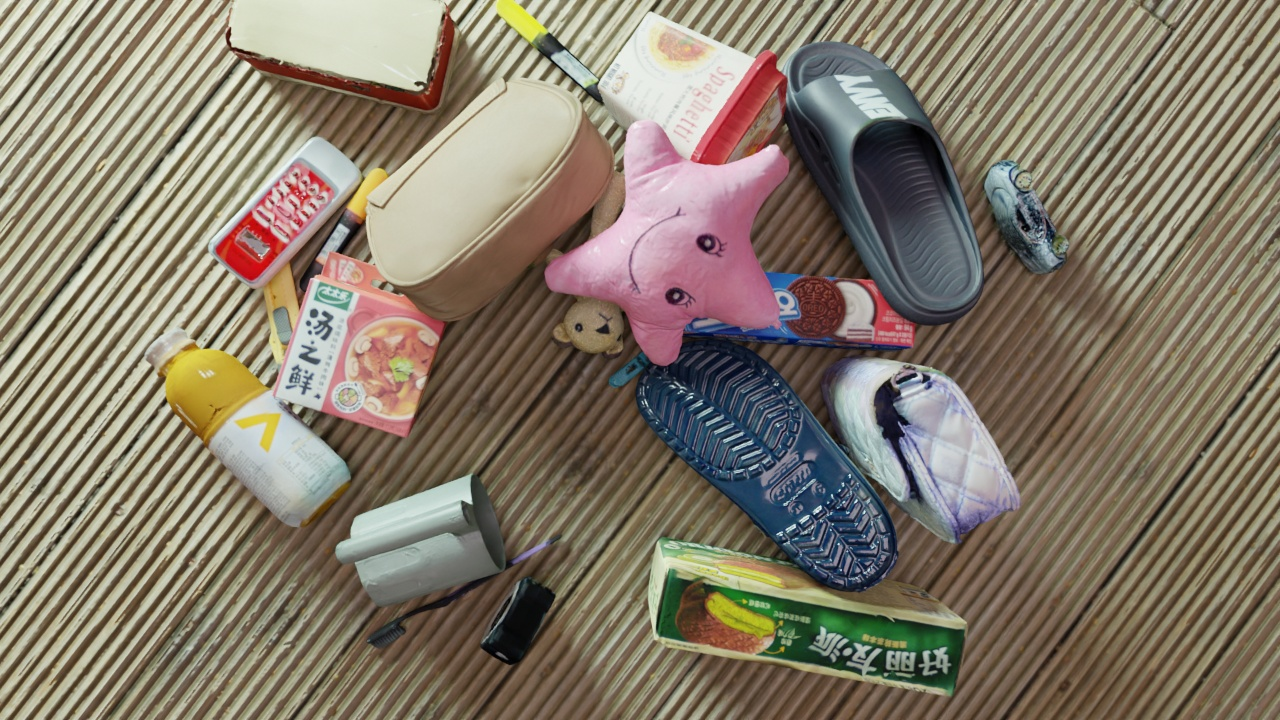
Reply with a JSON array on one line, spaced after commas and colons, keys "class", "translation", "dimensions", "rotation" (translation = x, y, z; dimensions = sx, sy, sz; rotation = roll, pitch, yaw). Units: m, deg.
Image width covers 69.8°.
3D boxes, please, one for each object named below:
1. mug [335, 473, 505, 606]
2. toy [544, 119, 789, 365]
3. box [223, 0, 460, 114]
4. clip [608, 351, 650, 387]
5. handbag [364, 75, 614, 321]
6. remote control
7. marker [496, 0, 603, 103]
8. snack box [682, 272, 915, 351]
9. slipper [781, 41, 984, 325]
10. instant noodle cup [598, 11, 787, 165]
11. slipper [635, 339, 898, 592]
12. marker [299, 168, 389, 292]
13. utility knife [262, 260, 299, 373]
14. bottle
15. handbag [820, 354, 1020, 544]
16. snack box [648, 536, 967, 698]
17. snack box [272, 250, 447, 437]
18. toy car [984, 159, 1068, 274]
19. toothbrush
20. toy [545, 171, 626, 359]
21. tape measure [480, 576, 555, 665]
[{"class": "mug", "translation": [-0.174, 0.143, 0.732], "dimensions": [0.103, 0.124, 0.083], "rotation": [-18, 73, 0]}, {"class": "toy", "translation": [0.040, -0.084, 0.694], "dimensions": [0.178, 0.074, 0.195], "rotation": [33, 113, -8]}, {"class": "box", "translation": [-0.241, -0.268, 0.746], "dimensions": [0.168, 0.079, 0.091], "rotation": [13, 90, -3]}, {"class": "clip", "translation": [-0.003, 0.004, 0.788], "dimensions": [0.055, 0.038, 0.013], "rotation": [-38, 93, -11]}, {"class": "handbag", "translation": [-0.122, -0.130, 0.737], "dimensions": [0.204, 0.100, 0.147], "rotation": [-42, 55, 0]}, {"class": "remote control", "translation": [-0.295, -0.124, 0.766], "dimensions": [0.056, 0.020, 0.136], "rotation": [41, 82, -2]}, {"class": "marker", "translation": [-0.074, -0.265, 0.787], "dimensions": [0.124, 0.015, 0.018], "rotation": [41, 89, -5]}, {"class": "snack box", "translation": [0.123, -0.041, 0.775], "dimensions": [0.207, 0.057, 0.058], "rotation": [4, 87, -2]}, {"class": "slipper", "translation": [0.206, -0.160, 0.742], "dimensions": [0.110, 0.083, 0.268], "rotation": [-20, 76, -10]}, {"class": "instant noodle cup", "translation": [0.041, -0.209, 0.749], "dimensions": [0.124, 0.116, 0.116], "rotation": [35, 89, 10]}, {"class": "slipper", "translation": [0.109, 0.079, 0.751], "dimensions": [0.253, 0.095, 0.105], "rotation": [44, 94, 19]}, {"class": "marker", "translation": [-0.252, -0.110, 0.780], "dimensions": [0.018, 0.015, 0.124], "rotation": [34, 92, -5]}, {"class": "utility knife", "translation": [-0.309, -0.059, 0.779], "dimensions": [0.031, 0.018, 0.151], "rotation": [-12, 86, -8]}, {"class": "bottle", "translation": [-0.323, 0.052, 0.751], "dimensions": [0.068, 0.068, 0.189], "rotation": [-45, 92, -2]}, {"class": "handbag", "translation": [0.205, 0.061, 0.710], "dimensions": [0.075, 0.194, 0.134], "rotation": [-29, 91, 0]}, {"class": "snack box", "translation": [0.128, 0.205, 0.748], "dimensions": [0.240, 0.114, 0.063], "rotation": [11, 91, -3]}, {"class": "snack box", "translation": [-0.227, -0.014, 0.760], "dimensions": [0.113, 0.044, 0.127], "rotation": [18, 91, -8]}, {"class": "toy car", "translation": [0.327, -0.121, 0.786], "dimensions": [0.031, 0.049, 0.105], "rotation": [-28, 91, -4]}, {"class": "toothbrush", "translation": [-0.149, 0.198, 0.787], "dimensions": [0.189, 0.014, 0.017], "rotation": [-29, 99, -2]}, {"class": "toy", "translation": [-0.024, -0.080, 0.763], "dimensions": [0.105, 0.066, 0.157], "rotation": [13, 98, -19]}, {"class": "tape measure", "translation": [-0.103, 0.217, 0.763], "dimensions": [0.033, 0.066, 0.065], "rotation": [34, 62, -5]}]
